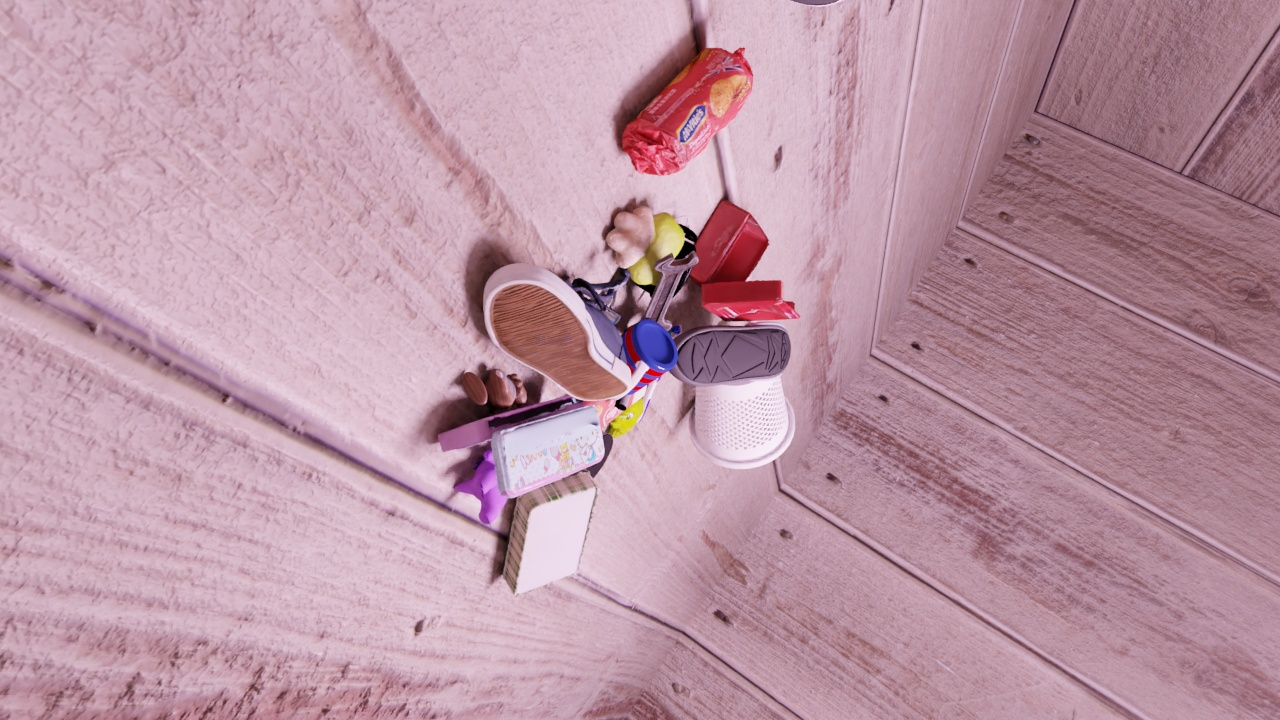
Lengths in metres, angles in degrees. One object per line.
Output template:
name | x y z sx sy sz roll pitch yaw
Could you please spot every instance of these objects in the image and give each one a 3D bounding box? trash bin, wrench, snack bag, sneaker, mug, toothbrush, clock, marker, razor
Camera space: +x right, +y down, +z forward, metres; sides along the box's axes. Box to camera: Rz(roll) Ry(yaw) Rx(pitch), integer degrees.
trash bin | 0.174 0.055 1.620 0.195 0.195 0.200 -47 148 -26
wrench | 0.026 -0.077 1.166 0.070 0.010 0.274 -13 164 -13
snack bag | -0.061 0.062 1.269 0.224 0.041 0.078 -34 147 -45
sneaker | -0.081 -0.058 1.004 0.294 0.121 0.127 48 32 -64
mug | -0.008 0.007 1.199 0.076 0.075 0.111 -35 -160 36
toothbrush | 0.026 0.023 1.449 0.016 0.015 0.187 -25 143 -58
clock | -0.088 0.149 1.340 0.122 0.035 0.094 -58 160 2
marker | -0.008 0.007 1.276 0.016 0.016 0.140 88 17 -57
snack bag | 0.053 -0.267 0.997 0.176 0.082 0.082 -49 158 -20
razor | -0.015 -0.116 1.144 0.042 0.022 0.144 32 86 -33
clock | 0.034 -0.134 1.197 0.091 0.042 0.121 -30 146 -52
sneaker | 0.101 -0.018 1.427 0.256 0.161 0.093 -4 100 -39

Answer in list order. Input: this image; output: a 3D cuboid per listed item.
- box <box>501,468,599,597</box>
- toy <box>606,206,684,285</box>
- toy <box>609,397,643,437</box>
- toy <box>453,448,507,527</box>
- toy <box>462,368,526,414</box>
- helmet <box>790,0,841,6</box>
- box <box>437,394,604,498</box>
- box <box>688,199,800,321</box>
box | -0.131 0.246 1.313 0.117 0.050 0.206 -16 138 -31
toy | 0.003 -0.140 1.099 0.117 0.043 0.092 19 102 -47
toy | -0.022 0.085 1.402 0.094 0.036 0.094 -28 153 -51
toy | -0.175 0.139 1.096 0.087 0.056 0.106 -46 147 -38
toy | -0.156 0.033 1.007 0.054 0.041 0.102 -32 164 -6
helmet | 0.151 -0.436 0.806 0.223 0.197 0.272 -40 161 -41
box | -0.125 0.100 1.050 0.090 0.093 0.213 -20 177 27
box | 0.146 -0.144 1.359 0.157 0.152 0.165 22 63 -72
